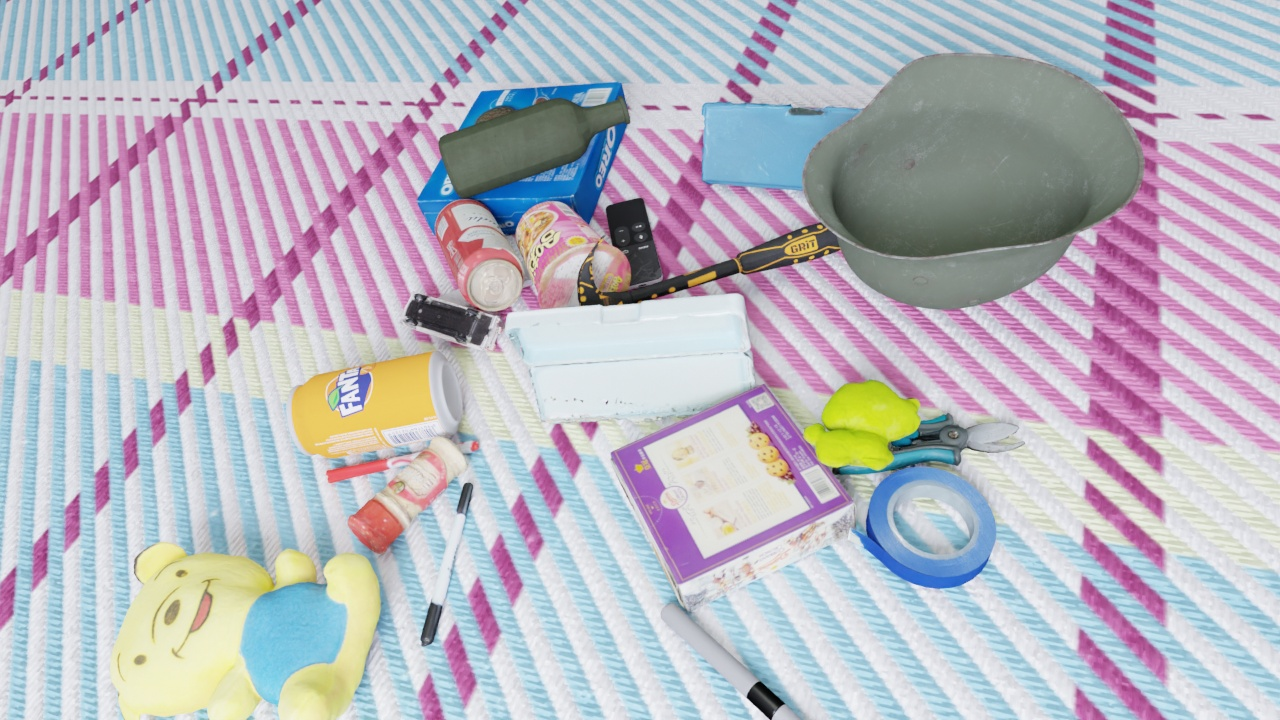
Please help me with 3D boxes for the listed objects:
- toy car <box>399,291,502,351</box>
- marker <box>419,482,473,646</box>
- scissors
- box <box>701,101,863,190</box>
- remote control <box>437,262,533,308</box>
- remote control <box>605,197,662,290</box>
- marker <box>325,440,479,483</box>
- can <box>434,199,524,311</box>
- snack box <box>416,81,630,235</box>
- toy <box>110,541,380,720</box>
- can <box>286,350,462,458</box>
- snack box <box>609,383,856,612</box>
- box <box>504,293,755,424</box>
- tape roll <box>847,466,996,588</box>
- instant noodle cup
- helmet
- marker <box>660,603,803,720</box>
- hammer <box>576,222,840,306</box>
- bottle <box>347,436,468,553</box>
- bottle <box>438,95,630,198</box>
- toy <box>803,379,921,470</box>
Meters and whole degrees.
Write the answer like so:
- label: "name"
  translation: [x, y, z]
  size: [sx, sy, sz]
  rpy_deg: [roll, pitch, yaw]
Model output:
- label: "toy car"
  translation: [-0.191, -0.038, 0.933]
  size: [0.113, 0.039, 0.039]
  rpy_deg: [16, 79, 29]
- label: "marker"
  translation: [-0.157, 0.163, 0.748]
  size: [0.011, 0.011, 0.151]
  rpy_deg: [-4, 46, 12]
- label: "scissors"
  translation: [0.218, 0.064, 0.735]
  size: [0.127, 0.019, 0.153]
  rpy_deg: [-40, 49, -21]
- label: "box"
  translation: [0.190, -0.235, 1.007]
  size: [0.232, 0.094, 0.102]
  rpy_deg: [8, 20, 23]
- label: "remote control"
  translation: [-0.152, -0.079, 0.979]
  size: [0.131, 0.012, 0.033]
  rpy_deg: [-23, 43, -7]
- label: "remote control"
  translation: [-0.008, -0.128, 0.990]
  size: [0.045, 0.008, 0.146]
  rpy_deg: [-14, 45, 2]
- label: "marker"
  translation: [-0.216, 0.091, 0.832]
  size: [0.142, 0.013, 0.012]
  rpy_deg: [-12, 45, 4]
- label: "can"
  translation: [-0.169, -0.112, 0.956]
  size: [0.067, 0.067, 0.170]
  rpy_deg: [-24, 35, -8]
- label: "snack box"
  translation: [-0.134, -0.246, 1.106]
  size: [0.196, 0.056, 0.238]
  rpy_deg: [2, 48, 17]
- label: "toy"
  translation: [-0.299, 0.211, 0.690]
  size: [0.214, 0.084, 0.148]
  rpy_deg: [-3, 45, 15]
- label: "can"
  translation: [-0.240, 0.042, 0.839]
  size: [0.142, 0.079, 0.079]
  rpy_deg: [-11, 45, 5]
- label: "snack box"
  translation: [0.069, 0.102, 0.723]
  size: [0.148, 0.041, 0.143]
  rpy_deg: [-24, 45, -8]
- label: "box"
  translation: [-0.004, -0.001, 0.775]
  size: [0.197, 0.136, 0.049]
  rpy_deg: [-4, 45, 12]
- label: "tape roll"
  translation: [0.212, 0.121, 0.674]
  size: [0.091, 0.016, 0.092]
  rpy_deg: [30, 56, 28]
- label: "instant noodle cup"
  translation: [-0.075, -0.103, 0.921]
  size: [0.097, 0.098, 0.108]
  rpy_deg: [-25, 46, -9]
- label: "helmet"
  translation: [0.272, -0.134, 0.812]
  size: [0.268, 0.154, 0.226]
  rpy_deg: [-9, 56, -4]
- label: "marker"
  translation: [0.064, 0.215, 0.633]
  size: [0.016, 0.016, 0.140]
  rpy_deg: [-38, 49, -21]
- label: "hammer"
  translation: [0.094, -0.095, 0.881]
  size: [0.320, 0.123, 0.036]
  rpy_deg: [-19, 8, -12]
- label: "bottle"
  translation: [-0.197, 0.114, 0.785]
  size: [0.044, 0.044, 0.108]
  rpy_deg: [24, 57, 33]
- label: "bottle"
  translation: [-0.113, -0.243, 1.007]
  size: [0.207, 0.071, 0.071]
  rpy_deg: [-19, 45, -3]
- label: "toy"
  translation: [0.174, 0.051, 0.716]
  size: [0.094, 0.036, 0.093]
  rpy_deg: [2, 44, 2]
